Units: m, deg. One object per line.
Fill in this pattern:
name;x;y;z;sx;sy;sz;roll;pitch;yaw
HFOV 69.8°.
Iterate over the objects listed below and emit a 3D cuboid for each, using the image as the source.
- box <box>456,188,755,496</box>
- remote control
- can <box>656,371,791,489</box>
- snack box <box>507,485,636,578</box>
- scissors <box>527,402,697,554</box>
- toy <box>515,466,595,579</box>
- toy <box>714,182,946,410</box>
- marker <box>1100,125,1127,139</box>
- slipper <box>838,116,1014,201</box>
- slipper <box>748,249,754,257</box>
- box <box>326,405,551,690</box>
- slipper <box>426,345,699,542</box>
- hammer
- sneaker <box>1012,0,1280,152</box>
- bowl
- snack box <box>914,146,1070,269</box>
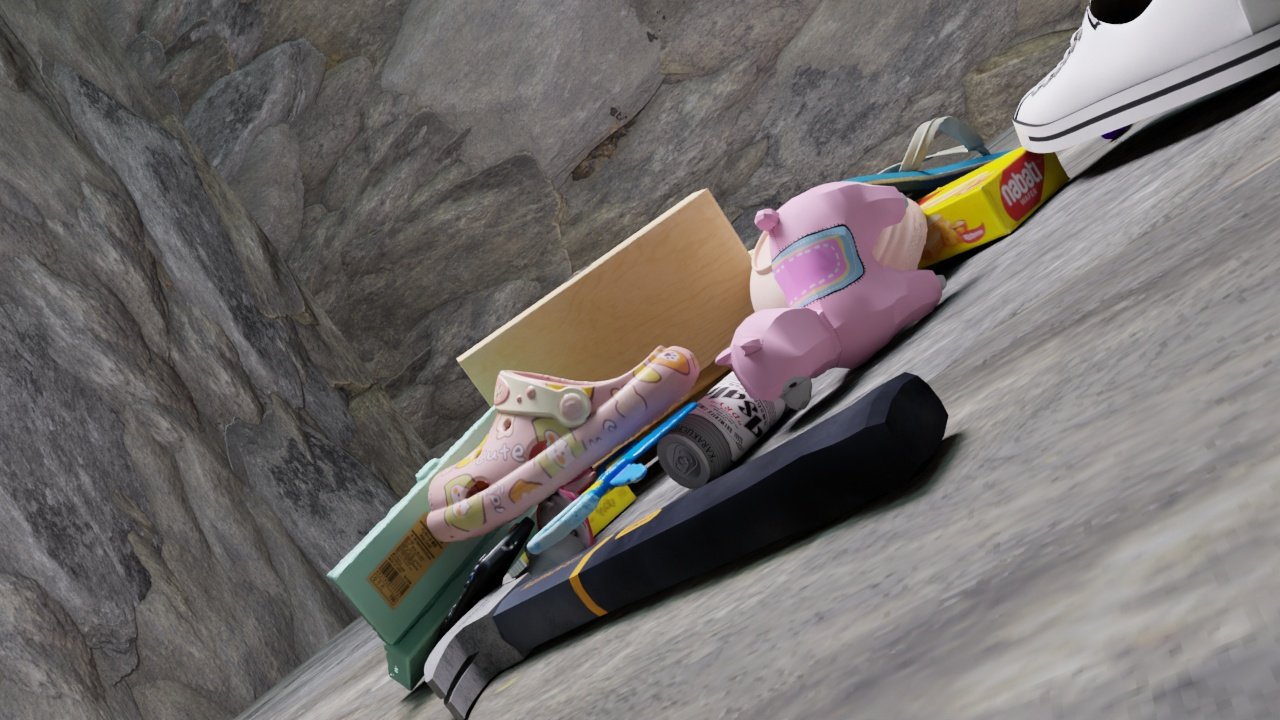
box;0.004;0.014;0.804;0.247;0.118;0.253;-36;-42;-7
remote control;-0.098;0.147;0.570;0.045;0.021;0.141;-45;-11;-43
can;0.058;0.036;0.579;0.106;0.044;0.044;-37;0;-39
snack box;-0.065;0.142;0.770;0.061;0.025;0.149;-36;-1;-39
scissors;-0.015;0.064;0.513;0.126;0.013;0.125;-44;3;-16
toy;-0.054;0.124;0.618;0.066;0.050;0.102;106;-172;-55
toy;0.110;-0.042;0.566;0.157;0.123;0.067;-19;-9;-27
marker;0.395;-0.201;0.759;0.018;0.015;0.133;-4;19;33
slipper;0.249;-0.170;0.841;0.294;0.060;0.118;-14;-13;-31
slipper;0.236;-0.120;1.034;0.263;0.078;0.099;-17;-2;1
box;-0.118;0.123;0.637;0.186;0.055;0.138;-50;-30;-34
slipper;-0.059;0.037;0.565;0.197;0.081;0.093;-33;1;7
hammer;0.003;0.084;0.406;0.314;0.035;0.139;-37;2;43
sneaker;0.297;-0.197;0.562;0.091;0.097;0.245;-24;4;1
bowl;0.135;-0.078;0.698;0.153;0.076;0.152;-50;19;24
snack box;0.232;-0.106;0.740;0.092;0.042;0.201;-37;6;-29
